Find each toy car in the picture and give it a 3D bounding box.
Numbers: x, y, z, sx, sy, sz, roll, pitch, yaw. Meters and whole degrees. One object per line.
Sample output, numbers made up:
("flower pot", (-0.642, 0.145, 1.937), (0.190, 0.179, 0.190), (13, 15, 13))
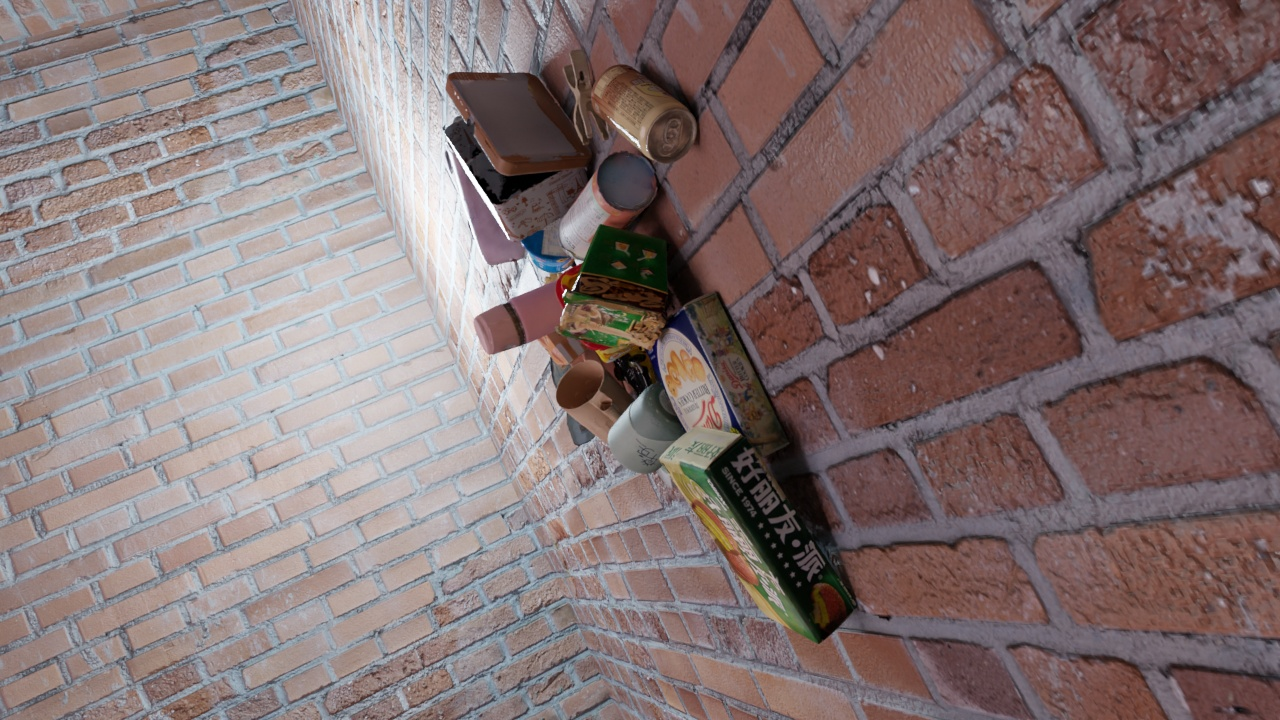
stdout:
("toy car", (-0.008, 0.007, 1.258), (0.156, 0.041, 0.071), (-134, 26, -59))

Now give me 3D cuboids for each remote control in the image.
("remote control", (0.030, 0.124, 1.338), (0.056, 0.019, 0.135), (45, 153, 49))

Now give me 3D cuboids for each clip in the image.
("clip", (-0.065, -0.296, 1.054), (0.076, 0.034, 0.103), (123, 126, -69))

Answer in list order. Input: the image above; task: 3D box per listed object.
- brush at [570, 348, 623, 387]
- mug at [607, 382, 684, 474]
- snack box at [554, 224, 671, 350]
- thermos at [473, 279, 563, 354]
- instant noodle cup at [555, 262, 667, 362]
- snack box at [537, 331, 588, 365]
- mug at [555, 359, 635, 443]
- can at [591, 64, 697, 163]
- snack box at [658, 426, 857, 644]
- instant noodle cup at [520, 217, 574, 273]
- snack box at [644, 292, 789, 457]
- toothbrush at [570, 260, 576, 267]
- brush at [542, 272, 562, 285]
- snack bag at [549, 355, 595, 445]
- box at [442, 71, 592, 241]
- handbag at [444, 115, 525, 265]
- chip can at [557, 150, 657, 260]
("brush", (-0.058, 0.044, 1.418), (0.073, 0.063, 0.145), (-159, 46, -80))
("mug", (0.031, 0.090, 1.178), (0.107, 0.111, 0.082), (-51, 22, 41))
("snack box", (-0.027, -0.085, 1.031), (0.118, 0.117, 0.105), (122, 159, -66))
("thermos", (-0.129, -0.066, 1.261), (0.067, 0.198, 0.087), (61, 164, 11))
("instant noodle cup", (-0.033, -0.062, 1.151), (0.116, 0.116, 0.124), (60, 174, 19))
("snack box", (-0.108, -0.058, 1.349), (0.094, 0.092, 0.077), (52, 165, -10))
("mug", (-0.048, 0.068, 1.309), (0.125, 0.084, 0.103), (33, 170, 48))
("can", (0.002, -0.239, 0.887), (0.116, 0.058, 0.059), (50, 157, 42))
("snack box", (0.124, 0.183, 0.980), (0.240, 0.063, 0.115), (57, 162, -15))
("instant noodle cup", (-0.124, -0.172, 1.296), (0.099, 0.099, 0.110), (64, 171, 7))
("snack box", (0.078, 0.032, 1.038), (0.182, 0.045, 0.178), (65, 162, 5))
("toothbrush", (-0.129, -0.194, 1.379), (0.212, 0.026, 0.027), (60, 176, 16))
("brush", (-0.137, -0.050, 1.538), (0.083, 0.045, 0.255), (55, 154, 27))
("snack bag", (-0.102, 0.038, 1.489), (0.039, 0.110, 0.191), (10, 131, 33))
("box", (-0.157, -0.279, 1.160), (0.181, 0.148, 0.158), (55, 175, 31))
("handbag", (-0.234, -0.265, 1.413), (0.144, 0.098, 0.197), (-100, -1, -54))
("chip can", (-0.044, -0.177, 1.078), (0.071, 0.071, 0.215), (66, 162, 1))
